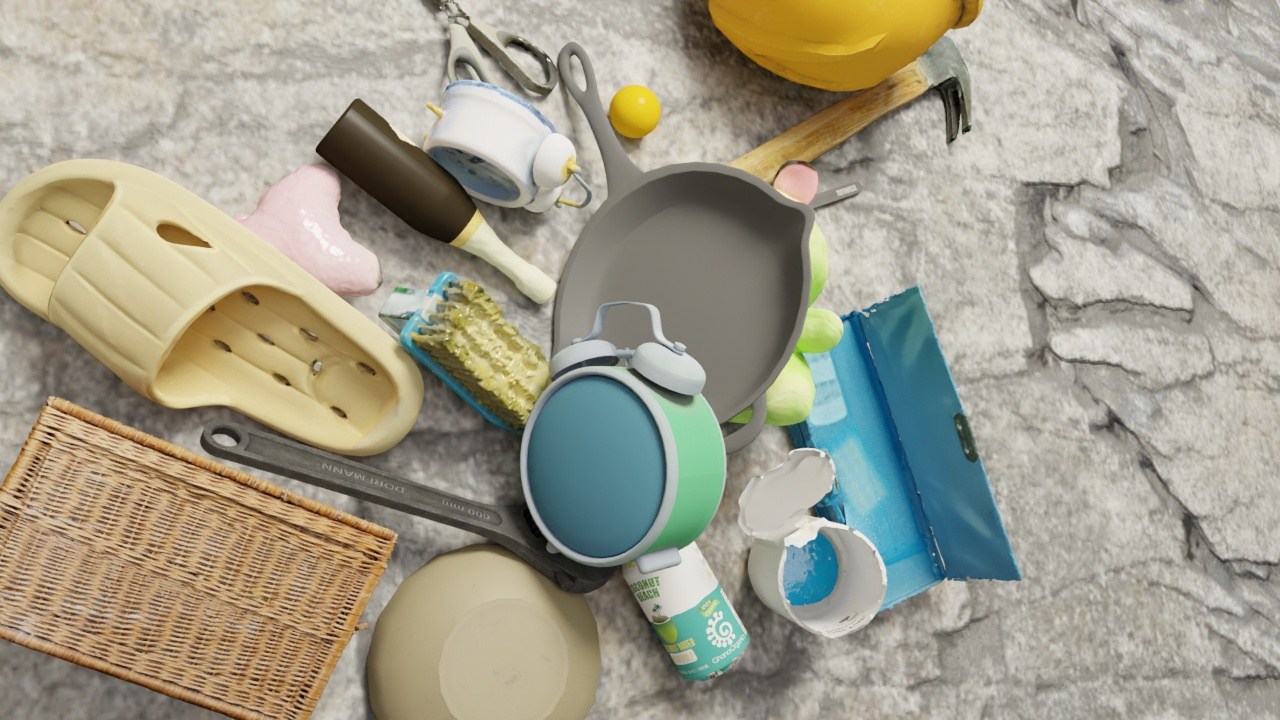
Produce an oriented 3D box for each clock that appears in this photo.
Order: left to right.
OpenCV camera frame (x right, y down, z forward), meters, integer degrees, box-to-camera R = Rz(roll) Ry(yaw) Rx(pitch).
[{"bbox_3d":[-0.090,-0.142,0.637,0.125,0.089,0.052,25,74,-8],"label":"clock"},{"bbox_3d":[-0.009,0.044,0.574,0.075,0.122,0.161,2,91,-53],"label":"clock"}]

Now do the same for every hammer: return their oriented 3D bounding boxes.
[{"bbox_3d":[0.172,-0.204,0.799,0.329,0.033,0.132,-33,93,-25],"label":"hammer"}]

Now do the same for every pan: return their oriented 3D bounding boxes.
[{"bbox_3d":[0.005,-0.094,0.655,0.024,0.217,0.354,22,42,-58],"label":"pan"}]

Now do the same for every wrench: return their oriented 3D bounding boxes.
[{"bbox_3d":[-0.132,0.089,0.572,0.273,0.018,0.073,23,28,-24],"label":"wrench"}]

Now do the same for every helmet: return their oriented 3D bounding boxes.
[{"bbox_3d":[0.127,-0.300,0.730,0.255,0.205,0.131,39,94,16],"label":"helmet"}]

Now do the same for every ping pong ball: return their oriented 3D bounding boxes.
[{"bbox_3d":[-0.004,-0.194,0.714,0.040,0.040,0.040,6,75,-22],"label":"ping pong ball"}]

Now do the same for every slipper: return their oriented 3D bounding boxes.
[{"bbox_3d":[-0.247,-0.021,0.529,0.261,0.079,0.111,32,99,-17],"label":"slipper"}]

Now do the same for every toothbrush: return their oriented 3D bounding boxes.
[{"bbox_3d":[0.125,-0.126,0.770,0.167,0.013,0.013,-22,86,-28],"label":"toothbrush"}]

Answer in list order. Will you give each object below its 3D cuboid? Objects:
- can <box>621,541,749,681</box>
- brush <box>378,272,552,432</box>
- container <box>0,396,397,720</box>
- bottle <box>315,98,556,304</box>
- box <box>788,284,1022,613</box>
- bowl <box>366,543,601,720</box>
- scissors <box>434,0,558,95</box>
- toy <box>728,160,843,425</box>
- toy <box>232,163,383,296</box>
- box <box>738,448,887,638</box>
[{"bbox_3d":[0.030,0.166,0.635,0.054,0.055,0.101,-30,91,-26],"label":"can"},{"bbox_3d":[-0.104,0.003,0.609,0.136,0.075,0.055,50,60,-41],"label":"brush"},{"bbox_3d":[-0.243,0.111,0.500,0.198,0.114,0.112,27,73,-14],"label":"container"},{"bbox_3d":[-0.132,-0.100,0.630,0.184,0.045,0.045,39,65,-23],"label":"bottle"},{"bbox_3d":[0.187,0.070,0.693,0.094,0.112,0.231,-14,83,-26],"label":"box"},{"bbox_3d":[-0.091,0.191,0.579,0.152,0.051,0.152,5,76,-22],"label":"bowl"},{"bbox_3d":[-0.127,-0.252,0.690,0.150,0.013,0.164,3,65,-29],"label":"scissors"},{"bbox_3d":[0.076,-0.044,0.674,0.107,0.150,0.196,36,58,-53],"label":"toy"},{"bbox_3d":[-0.224,-0.073,0.585,0.095,0.053,0.099,-24,79,-20],"label":"toy"},{"bbox_3d":[0.108,0.122,0.627,0.084,0.147,0.136,-25,88,-8],"label":"box"}]
